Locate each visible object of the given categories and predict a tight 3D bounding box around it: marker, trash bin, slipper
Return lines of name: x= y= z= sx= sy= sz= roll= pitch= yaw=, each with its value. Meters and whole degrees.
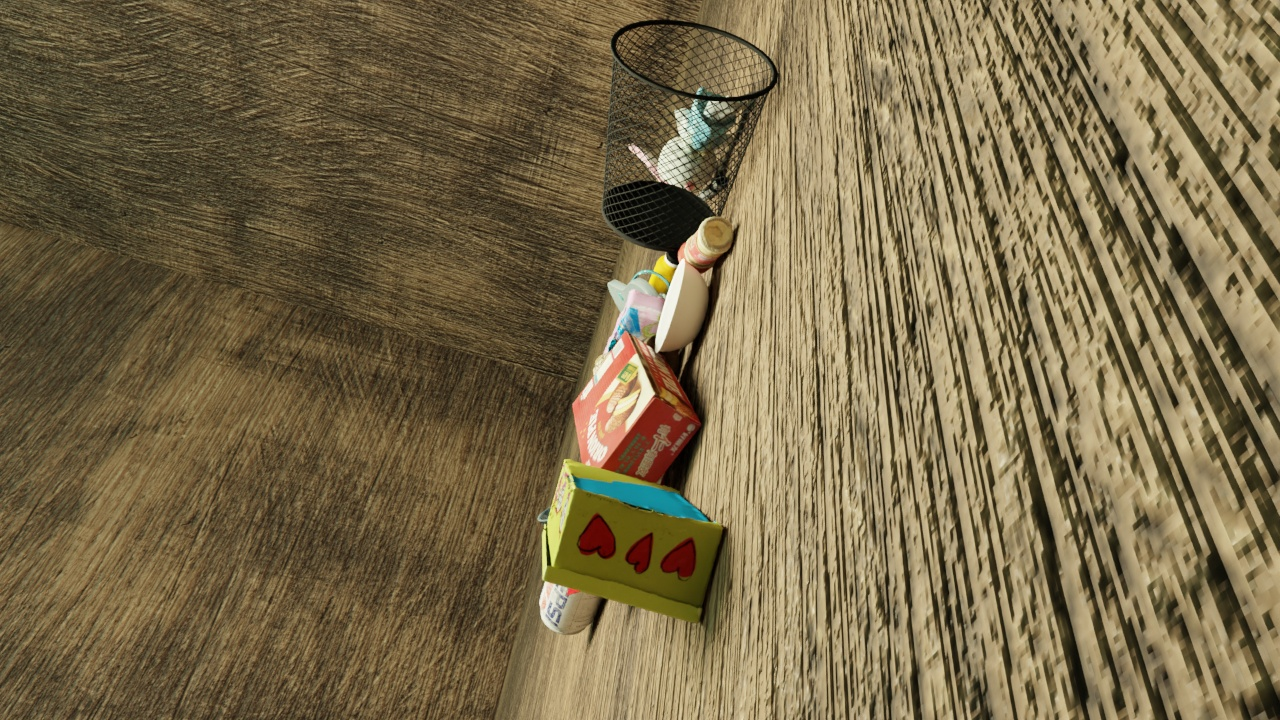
marker: x=0.095 y=-0.227 z=1.216 sx=0.140 sy=0.016 sz=0.016 roll=-158 pitch=84 yaw=-84
trash bin: x=0.041 y=-0.252 z=1.062 sx=0.183 sy=0.184 sz=0.211 roll=-80 pitch=3 yaw=-48
slipper: x=0.014 y=-0.079 z=1.300 sx=0.098 sy=0.054 sz=0.269 roll=63 pitch=170 yaw=-11

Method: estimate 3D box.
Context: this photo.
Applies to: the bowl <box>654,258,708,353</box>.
bowl: x=0.052 y=-0.056 z=1.033 sx=0.110 sy=0.040 sz=0.110 roll=-166 pitch=92 yaw=-84

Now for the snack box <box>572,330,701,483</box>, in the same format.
snack box: x=-0.012 y=0.056 z=0.973 sx=0.113 sy=0.060 sz=0.236 roll=-54 pitch=16 yaw=9

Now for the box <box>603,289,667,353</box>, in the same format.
box: x=0.004 y=-0.028 z=1.200 sx=0.231 sy=0.084 sz=0.053 roll=118 pitch=166 yaw=-64

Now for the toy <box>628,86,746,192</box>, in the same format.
toy: x=0.078 y=-0.274 z=1.199 sx=0.206 sy=0.131 sz=0.105 roll=144 pitch=130 yaw=-59

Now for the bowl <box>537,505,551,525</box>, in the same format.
bowl: x=-0.068 y=0.215 z=1.268 sx=0.137 sy=0.137 sz=0.057 roll=-167 pitch=53 yaw=-84

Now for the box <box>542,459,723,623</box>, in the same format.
box: x=-0.016 y=0.141 z=0.753 sx=0.221 sy=0.124 sz=0.081 roll=-173 pitch=98 yaw=-82

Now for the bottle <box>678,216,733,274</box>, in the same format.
bottle: x=0.073 y=-0.127 z=1.023 sx=0.109 sy=0.044 sz=0.044 roll=140 pitch=145 yaw=-78

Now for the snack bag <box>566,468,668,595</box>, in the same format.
snack bag: x=-0.023 y=0.169 z=0.976 sx=0.131 sy=0.039 sz=0.143 roll=-27 pitch=38 yaw=39

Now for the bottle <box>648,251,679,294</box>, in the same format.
bottle: x=0.035 y=-0.113 z=1.345 sx=0.144 sy=0.043 sz=0.043 roll=114 pitch=170 yaw=-55

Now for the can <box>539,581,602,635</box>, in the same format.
can: x=-0.083 y=0.287 z=1.196 sx=0.078 sy=0.078 sz=0.136 roll=-83 pitch=11 yaw=-58

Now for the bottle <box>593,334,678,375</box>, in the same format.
bottle: x=-0.007 y=0.007 z=1.143 sx=0.105 sy=0.056 sz=0.056 roll=-19 pitch=50 yaw=49
